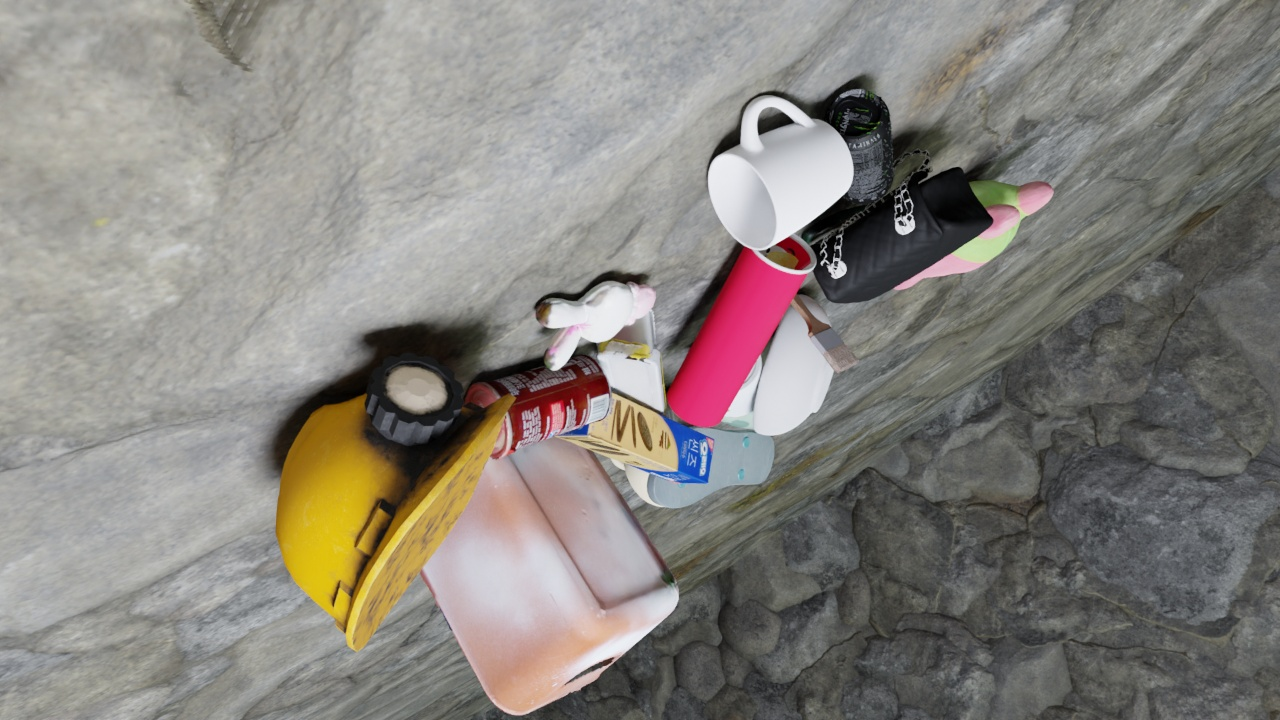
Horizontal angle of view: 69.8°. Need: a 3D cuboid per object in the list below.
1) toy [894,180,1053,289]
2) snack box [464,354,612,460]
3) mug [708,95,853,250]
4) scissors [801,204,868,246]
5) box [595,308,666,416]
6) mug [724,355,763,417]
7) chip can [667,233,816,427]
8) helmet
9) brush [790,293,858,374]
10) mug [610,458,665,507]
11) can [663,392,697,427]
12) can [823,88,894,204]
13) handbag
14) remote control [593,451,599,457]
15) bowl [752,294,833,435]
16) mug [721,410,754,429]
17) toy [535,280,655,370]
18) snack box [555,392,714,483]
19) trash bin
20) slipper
[{"bbox_3d":[0.373,-0.148,1.105,0.191,0.097,0.237,-25,173,-29],"label":"toy"},{"bbox_3d":[-0.095,0.041,0.861,0.121,0.072,0.072,-18,156,-38],"label":"snack box"},{"bbox_3d":[0.109,-0.155,0.713,0.087,0.081,0.114,-31,131,-22],"label":"mug"},{"bbox_3d":[0.239,-0.137,1.028,0.203,0.015,0.202,-20,156,-30],"label":"scissors"},{"bbox_3d":[-0.008,0.012,0.963,0.067,0.070,0.210,-11,159,0],"label":"box"},{"bbox_3d":[0.107,0.016,1.091,0.082,0.082,0.105,-32,160,-1],"label":"mug"},{"bbox_3d":[0.096,-0.029,0.928,0.069,0.069,0.221,-16,145,-39],"label":"chip can"},{"bbox_3d":[-0.212,0.098,0.724,0.256,0.131,0.204,-58,180,40],"label":"helmet"},{"bbox_3d":[0.167,-0.048,0.935,0.045,0.143,0.008,-22,161,-51],"label":"brush"},{"bbox_3d":[0.015,0.137,1.240,0.120,0.096,0.100,6,155,18],"label":"mug"},{"bbox_3d":[0.022,0.069,1.131,0.135,0.054,0.054,-12,152,-46],"label":"can"},{"bbox_3d":[0.188,-0.180,0.785,0.054,0.054,0.137,-35,161,7],"label":"can"},{"bbox_3d":[0.234,-0.131,0.880,0.154,0.114,0.124,-31,173,38],"label":"handbag"},{"bbox_3d":[-0.060,0.113,1.174,0.033,0.013,0.137,-10,153,-45],"label":"remote control"},{"bbox_3d":[0.195,0.013,1.108,0.176,0.066,0.176,19,89,-74],"label":"bowl"},{"bbox_3d":[0.117,0.049,1.210,0.111,0.084,0.104,-11,167,37],"label":"mug"},{"bbox_3d":[-0.038,-0.040,0.806,0.122,0.038,0.079,-21,146,-27],"label":"toy"},{"bbox_3d":[-0.001,0.085,1.001,0.057,0.056,0.206,-7,156,42],"label":"snack box"},{"bbox_3d":[-0.102,0.200,0.951,0.158,0.259,0.181,-44,157,25],"label":"trash bin"},{"bbox_3d":[0.086,0.125,1.187,0.268,0.055,0.098,-4,103,-49],"label":"slipper"}]
